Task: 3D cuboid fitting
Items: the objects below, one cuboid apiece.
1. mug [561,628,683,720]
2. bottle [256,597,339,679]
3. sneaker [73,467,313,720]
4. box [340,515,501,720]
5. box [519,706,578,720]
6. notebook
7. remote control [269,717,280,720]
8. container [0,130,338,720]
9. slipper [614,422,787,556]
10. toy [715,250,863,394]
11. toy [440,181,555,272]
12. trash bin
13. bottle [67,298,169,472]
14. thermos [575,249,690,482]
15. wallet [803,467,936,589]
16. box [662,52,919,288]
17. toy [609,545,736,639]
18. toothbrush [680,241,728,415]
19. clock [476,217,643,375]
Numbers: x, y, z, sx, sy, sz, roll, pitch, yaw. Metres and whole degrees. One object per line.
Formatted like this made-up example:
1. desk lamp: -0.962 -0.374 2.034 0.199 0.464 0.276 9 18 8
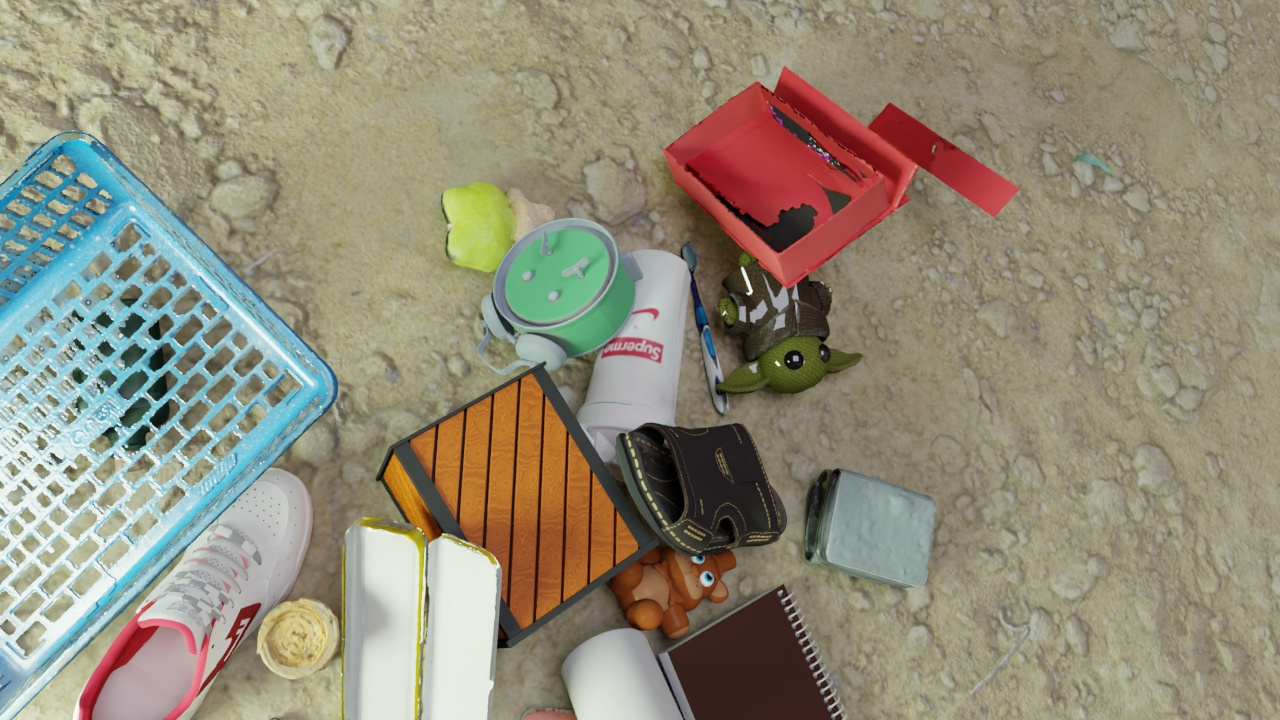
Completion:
1. mug: -0.004 0.292 0.770 0.112 0.079 0.096 33 19 -45
2. bottle: -0.259 0.212 0.697 0.056 0.105 0.056 6 71 -18
3. sneaker: -0.326 0.181 0.683 0.090 0.104 0.236 35 65 -7
4. box: -0.166 0.222 0.688 0.130 0.036 0.210 12 109 16
5. box: -0.014 0.339 0.785 0.186 0.082 0.042 12 114 -18
6. notebook: 0.121 0.327 0.821 0.171 0.022 0.209 -16 79 -42
7. remote control: -0.241 0.330 0.717 0.136 0.015 0.032 37 65 -3
8. container: -0.415 0.056 0.642 0.362 0.089 0.257 -45 92 -4
9. slipper: 0.071 0.108 0.798 0.267 0.076 0.113 24 39 -53
10. toy: 0.144 -0.042 0.941 0.179 0.078 0.152 -12 78 -26
11. toy: -0.135 -0.129 0.886 0.115 0.046 0.092 -3 75 -28
12. trash bin: -0.108 0.124 0.761 0.139 0.140 0.172 -30 85 -26
13. bottle: -0.410 0.023 0.726 0.061 0.061 0.131 -9 77 -20
14. thermos: -0.005 0.005 0.869 0.099 0.100 0.220 17 64 -14
15. wallet: 0.232 0.171 0.922 0.131 0.054 0.100 19 77 -16
16. box: 0.135 -0.186 0.917 0.164 0.153 0.214 -6 43 -39
17. toy: 0.035 0.200 0.835 0.127 0.065 0.095 -14 71 -29
18. toothbrush: 0.067 -0.035 0.945 0.016 0.017 0.189 -6 75 -22
19. clock: -0.084 -0.055 0.841 0.161 0.075 0.122 -46 54 -9
